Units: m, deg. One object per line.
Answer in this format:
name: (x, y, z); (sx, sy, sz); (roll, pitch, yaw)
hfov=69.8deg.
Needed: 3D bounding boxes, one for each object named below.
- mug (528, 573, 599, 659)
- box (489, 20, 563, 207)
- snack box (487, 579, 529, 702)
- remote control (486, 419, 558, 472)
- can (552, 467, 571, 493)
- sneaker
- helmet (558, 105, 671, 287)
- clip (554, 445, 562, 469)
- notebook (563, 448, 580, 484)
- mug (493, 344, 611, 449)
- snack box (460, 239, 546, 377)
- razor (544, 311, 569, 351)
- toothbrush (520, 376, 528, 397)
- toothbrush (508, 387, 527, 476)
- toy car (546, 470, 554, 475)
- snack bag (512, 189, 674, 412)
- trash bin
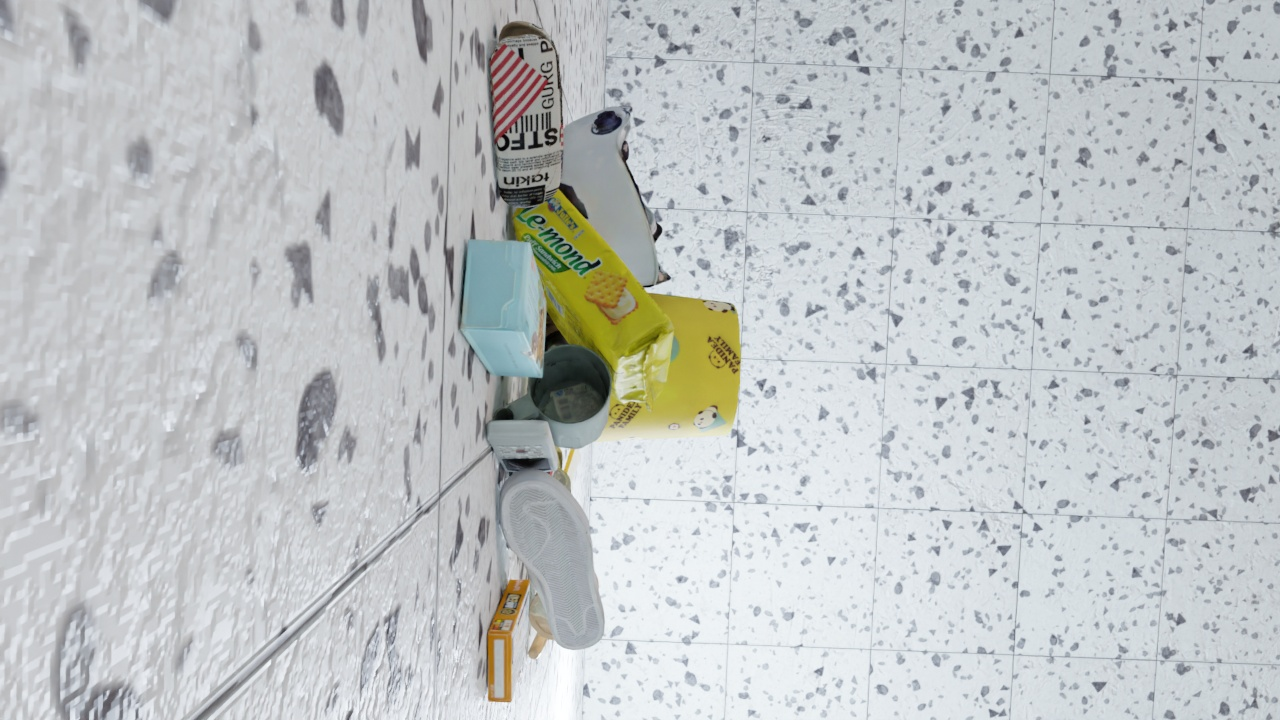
mug: (-0.120, 0.360, 1.326); (0.125, 0.084, 0.103); (-60, 178, 15)
box: (-0.106, -0.228, 0.848); (0.087, 0.076, 0.163); (-121, -157, -49)
snack box: (-0.139, 0.295, 0.980); (0.153, 0.026, 0.075); (-91, -177, -84)
remote control: (-0.115, 0.088, 0.910); (0.150, 0.058, 0.021); (91, -2, -70)
can: (-0.121, 0.196, 1.232); (0.116, 0.058, 0.058); (93, -1, -49)
sneaker: (-0.093, 0.203, 1.009); (0.090, 0.089, 0.242); (-108, -176, -59)
helmet: (-0.057, -0.193, 1.149); (0.258, 0.146, 0.229); (-96, 171, -55)
clip: (-0.132, 0.128, 1.334); (0.066, 0.034, 0.099); (-87, 177, -53)
notebook: (-0.124, 0.225, 1.370); (0.146, 0.010, 0.206); (98, 8, -70)
mug: (-0.089, 0.049, 0.942); (0.083, 0.123, 0.103); (60, -12, 17)
snack box: (-0.112, -0.039, 0.781); (0.175, 0.051, 0.074); (96, -3, -77)
razor: (-0.110, -0.059, 1.094); (0.068, 0.062, 0.167); (123, -36, -54)
toothbrush: (-0.127, -0.027, 1.040); (0.026, 0.026, 0.220); (-30, -130, 48)
toothbrush: (-0.136, 0.050, 1.065); (0.014, 0.018, 0.188); (97, -3, -57)
toy car: (-0.120, 0.119, 1.049); (0.120, 0.045, 0.053); (164, -65, -88)
snack bag: (-0.057, -0.067, 0.965); (0.246, 0.068, 0.158); (51, -15, 17)
trash bin: (-0.007, 0.007, 1.238); (0.229, 0.255, 0.229); (180, -88, -84)
